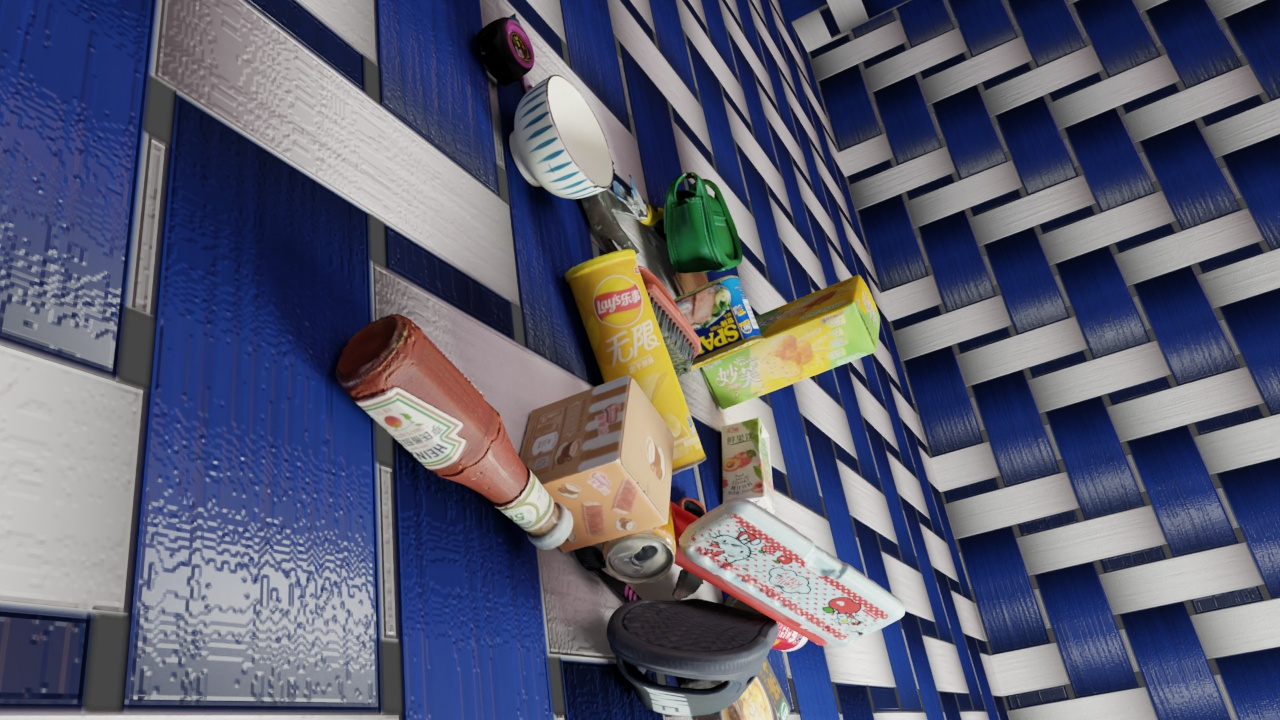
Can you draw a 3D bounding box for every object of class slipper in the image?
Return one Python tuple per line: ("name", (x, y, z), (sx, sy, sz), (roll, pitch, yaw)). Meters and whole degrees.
("slipper", (0.050, 0.244, 0.738), (0.268, 0.111, 0.083), (29, 73, -69))

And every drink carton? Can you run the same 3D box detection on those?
("drink carton", (0.128, 0.130, 1.093), (0.122, 0.054, 0.045), (-86, 152, -46))

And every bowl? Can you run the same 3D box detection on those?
("bowl", (-0.082, -0.206, 0.880), (0.116, 0.066, 0.116), (49, 29, -40))

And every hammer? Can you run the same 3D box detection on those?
("hammer", (0.008, -0.174, 1.110), (0.322, 0.032, 0.126), (-4, 75, -68))

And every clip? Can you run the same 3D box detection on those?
("clip", (-0.009, -0.177, 1.005), (0.058, 0.043, 0.026), (43, 32, -55))

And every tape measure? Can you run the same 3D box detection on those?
("tape measure", (-0.132, -0.297, 0.883), (0.057, 0.039, 0.057), (56, 31, -30))

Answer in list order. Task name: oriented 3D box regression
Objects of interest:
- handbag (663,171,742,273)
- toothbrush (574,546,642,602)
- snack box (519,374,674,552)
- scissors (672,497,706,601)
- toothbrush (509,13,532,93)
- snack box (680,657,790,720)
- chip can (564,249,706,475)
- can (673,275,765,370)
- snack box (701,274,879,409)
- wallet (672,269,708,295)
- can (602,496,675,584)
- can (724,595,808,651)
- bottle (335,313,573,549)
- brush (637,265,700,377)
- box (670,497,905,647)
("handbag", (0.075, -0.166, 1.120), (0.131, 0.068, 0.120), (-24, 105, -69))
("toothbrush", (-0.002, 0.204, 0.778), (0.189, 0.018, 0.014), (52, 38, -39))
("snack box", (-0.034, 0.080, 0.708), (0.077, 0.094, 0.092), (55, 26, -32))
("scissors", (0.064, 0.188, 0.862), (0.189, 0.015, 0.225), (40, 15, -4))
("toothbrush", (-0.108, -0.270, 0.941), (0.016, 0.017, 0.187), (1, 70, -66))
("snack box", (0.093, 0.326, 0.858), (0.125, 0.053, 0.113), (63, 22, -1))
("chip can", (-0.005, 0.005, 0.872), (0.072, 0.072, 0.213), (-15, 86, -68))
("can", (0.083, -0.043, 1.079), (0.057, 0.102, 0.083), (-7, 75, -67))
("snack box", (0.194, -0.026, 1.174), (0.070, 0.210, 0.157), (64, 22, -10))
("wallet", (0.074, -0.084, 1.189), (0.115, 0.020, 0.101), (64, 22, -22))
("can", (-0.004, 0.113, 0.768), (0.058, 0.058, 0.145), (54, 17, -33))
("can", (0.139, 0.281, 0.988), (0.132, 0.053, 0.053), (35, 40, -54))
("bottle", (-0.111, 0.057, 0.600), (0.206, 0.060, 0.059), (53, 27, -36))
("brush", (0.020, -0.040, 0.978), (0.146, 0.063, 0.069), (44, 46, -49))
("box", (0.110, 0.183, 0.787), (0.201, 0.155, 0.073), (34, 68, -21))
